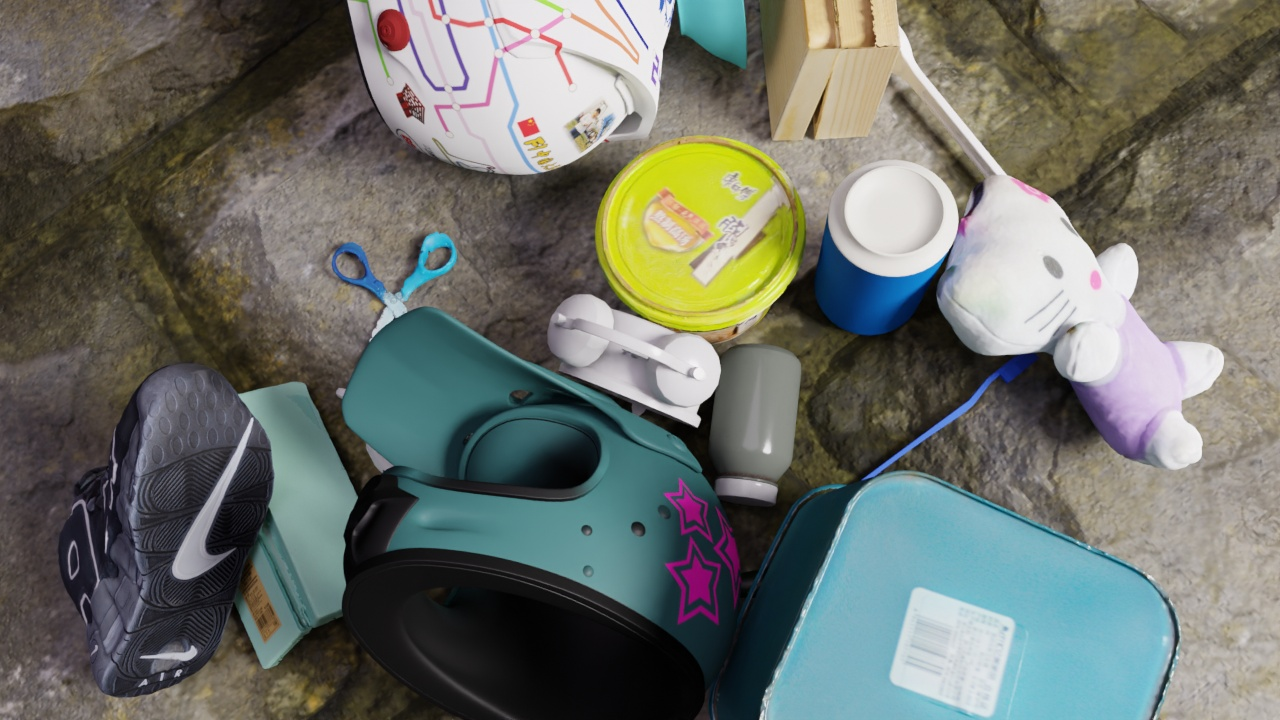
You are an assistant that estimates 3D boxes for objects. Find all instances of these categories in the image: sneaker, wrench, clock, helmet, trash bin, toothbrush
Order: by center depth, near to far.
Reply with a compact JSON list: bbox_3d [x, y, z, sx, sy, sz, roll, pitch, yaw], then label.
[{"bbox_3d":[0.149,0.165,0.493,0.196,0.219,0.199,24,77,12],"label":"trash bin"},{"bbox_3d":[-0.062,0.101,0.568,0.274,0.199,0.177,35,121,-22],"label":"helmet"},{"bbox_3d":[-0.004,0.003,0.625,0.120,0.159,0.061,21,86,12],"label":"clock"},{"bbox_3d":[-0.348,0.095,0.645,0.151,0.097,0.253,32,112,30],"label":"sneaker"},{"bbox_3d":[0.211,0.051,0.660,0.186,0.016,0.011,-38,76,-2],"label":"toothbrush"},{"bbox_3d":[-0.094,-0.295,0.677,0.236,0.231,0.314,-15,79,7],"label":"helmet"},{"bbox_3d":[0.256,-0.158,0.698,0.009,0.047,0.273,-32,76,-3],"label":"wrench"}]

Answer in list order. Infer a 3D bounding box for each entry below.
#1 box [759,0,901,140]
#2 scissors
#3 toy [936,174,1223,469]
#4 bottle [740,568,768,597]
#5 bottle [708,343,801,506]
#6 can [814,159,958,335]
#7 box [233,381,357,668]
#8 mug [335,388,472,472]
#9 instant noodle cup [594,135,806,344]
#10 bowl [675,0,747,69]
[{"bbox_3d":[0.136,-0.311,0.709,0.092,0.128,0.248,-4,75,5],"label":"box"},{"bbox_3d":[-0.205,-0.053,0.740,0.127,0.014,0.127,22,82,8],"label":"scissors"},{"bbox_3d":[0.287,-0.027,0.615,0.209,0.086,0.137,41,57,-3],"label":"toy"},{"bbox_3d":[0.108,0.153,0.633,0.123,0.033,0.033,-4,74,6],"label":"bottle"},{"bbox_3d":[0.080,0.046,0.652,0.060,0.060,0.108,6,75,8],"label":"bottle"},{"bbox_3d":[0.163,-0.072,0.629,0.079,0.146,0.078,-2,74,6],"label":"can"},{"bbox_3d":[-0.269,0.119,0.690,0.113,0.078,0.187,-42,70,24],"label":"box"},{"bbox_3d":[-0.170,0.045,0.673,0.124,0.076,0.090,20,78,12],"label":"mug"},{"bbox_3d":[0.045,-0.079,0.671,0.146,0.098,0.146,-2,73,6],"label":"instant noodle cup"},{"bbox_3d":[0.051,-0.285,0.715,0.046,0.121,0.121,-9,74,4],"label":"bowl"}]
